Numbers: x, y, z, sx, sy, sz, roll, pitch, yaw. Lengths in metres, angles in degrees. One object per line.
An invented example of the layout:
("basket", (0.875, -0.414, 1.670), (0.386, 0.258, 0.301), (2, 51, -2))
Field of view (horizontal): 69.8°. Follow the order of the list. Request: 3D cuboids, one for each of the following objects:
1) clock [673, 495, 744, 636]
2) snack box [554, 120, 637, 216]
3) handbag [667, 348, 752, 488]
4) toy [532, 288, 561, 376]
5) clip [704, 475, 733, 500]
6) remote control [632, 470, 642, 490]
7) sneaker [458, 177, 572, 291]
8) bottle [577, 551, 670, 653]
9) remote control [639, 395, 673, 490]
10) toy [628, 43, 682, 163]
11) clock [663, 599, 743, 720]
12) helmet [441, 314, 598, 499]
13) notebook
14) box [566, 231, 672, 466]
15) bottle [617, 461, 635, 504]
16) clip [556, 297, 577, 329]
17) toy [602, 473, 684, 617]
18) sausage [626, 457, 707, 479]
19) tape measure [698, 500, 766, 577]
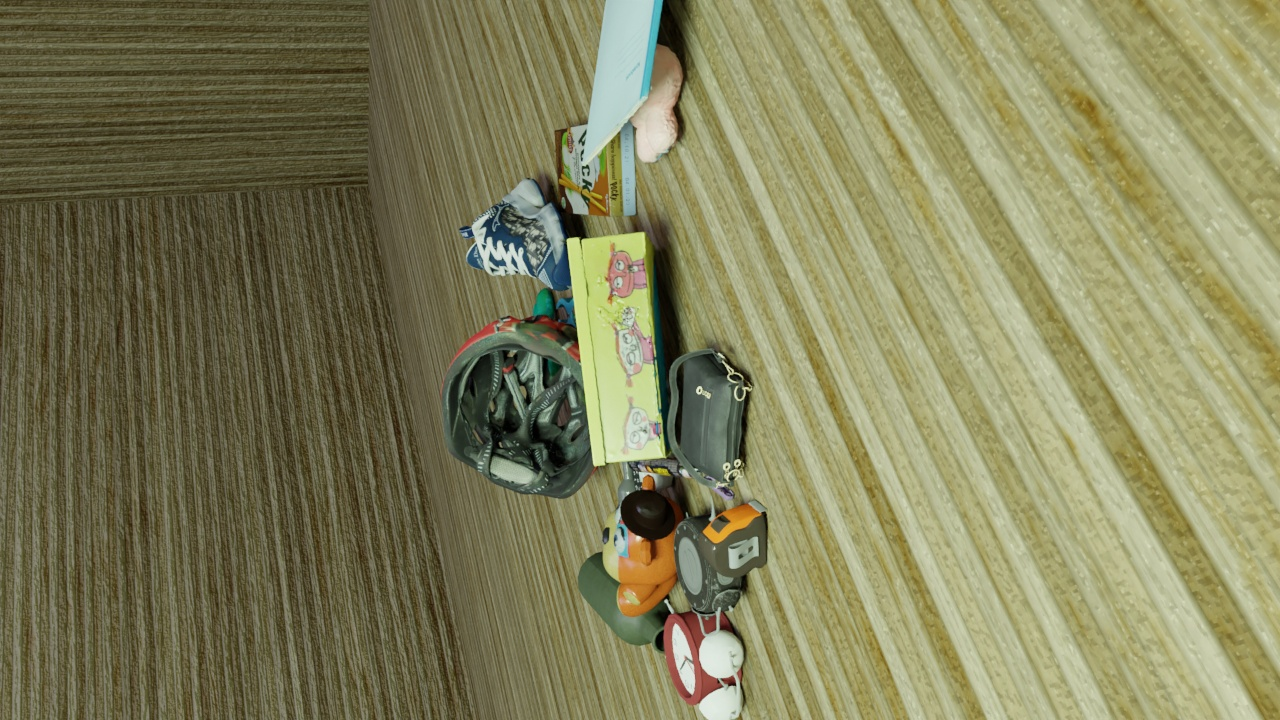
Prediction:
("clock", (0.069, 0.199, 0.882), (0.091, 0.043, 0.122), (127, 132, -63))
("snack box", (-0.055, -0.223, 1.073), (0.186, 0.031, 0.101), (-155, 60, -65))
("handbag", (0.066, 0.055, 0.832), (0.079, 0.054, 0.129), (33, 125, 58))
("toy", (-0.143, -0.008, 1.332), (0.131, 0.072, 0.193), (123, 144, -60))
("clip", (0.076, 0.121, 0.882), (0.051, 0.014, 0.045), (-48, 55, 59))
("remote control", (0.004, 0.138, 1.067), (0.033, 0.015, 0.147), (166, 96, -69))
("sneaker", (-0.160, -0.146, 1.194), (0.269, 0.132, 0.103), (54, 168, 55))
("bottle", (-0.011, 0.288, 1.082), (0.207, 0.071, 0.071), (-162, 66, -67))
("remote control", (0.014, 0.086, 1.005), (0.060, 0.028, 0.114), (-150, 56, -63))
("toy", (0.010, -0.244, 0.873), (0.108, 0.053, 0.105), (174, 85, -69))
("clock", (0.066, 0.301, 0.920), (0.137, 0.048, 0.096), (-145, 50, -64))
("helmet", (-0.134, 0.050, 1.149), (0.166, 0.217, 0.273), (-65, -6, -48))
("notebook", (-0.009, -0.327, 0.850), (0.181, 0.009, 0.253), (162, 117, -68))
("box", (-0.016, -0.008, 0.913), (0.124, 0.080, 0.221), (-1, -93, -83))
("bottle", (-0.011, 0.169, 1.097), (0.030, 0.030, 0.113), (-173, 76, -68))
("clip", (-0.085, -0.071, 1.213), (0.120, 0.027, 0.103), (-175, 81, -68))
("toy", (0.007, 0.195, 0.972), (0.176, 0.096, 0.112), (112, 166, -47))
("sausage", (0.025, 0.108, 0.937), (0.156, 0.020, 0.020), (-5, 93, 60))
("tape measure", (0.084, 0.163, 0.813), (0.038, 0.058, 0.058), (-145, 47, -60))
